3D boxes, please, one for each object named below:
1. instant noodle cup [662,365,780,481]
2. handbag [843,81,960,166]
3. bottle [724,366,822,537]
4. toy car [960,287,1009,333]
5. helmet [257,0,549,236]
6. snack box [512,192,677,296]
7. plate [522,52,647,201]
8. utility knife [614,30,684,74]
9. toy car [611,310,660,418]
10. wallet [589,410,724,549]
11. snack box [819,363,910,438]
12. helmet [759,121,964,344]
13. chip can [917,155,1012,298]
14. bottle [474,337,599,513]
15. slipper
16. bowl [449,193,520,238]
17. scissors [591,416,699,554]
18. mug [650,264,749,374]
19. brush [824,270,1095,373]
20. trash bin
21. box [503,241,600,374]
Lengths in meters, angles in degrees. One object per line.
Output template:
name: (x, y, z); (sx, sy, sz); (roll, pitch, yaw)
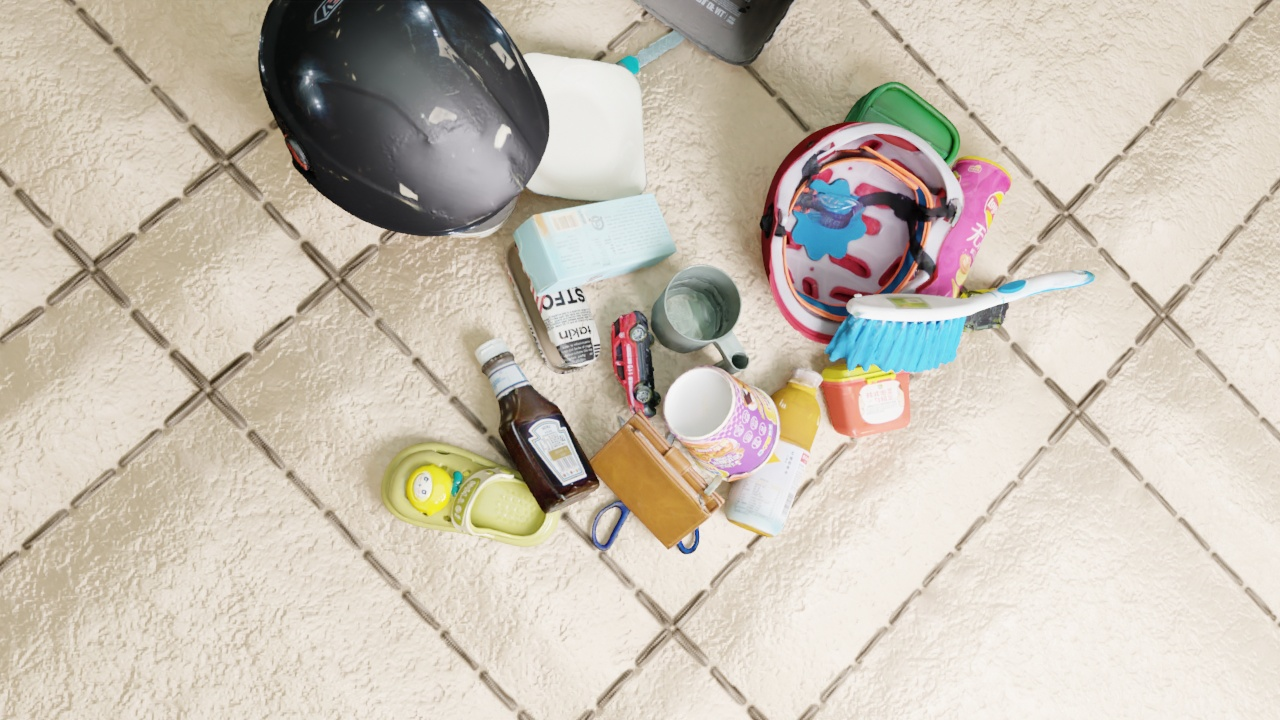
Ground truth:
instant noodle cup: (0.082, 0.060, 0.973); (0.112, 0.099, 0.111); (-12, 62, 23)
handbag: (0.301, -0.257, 1.096); (0.131, 0.068, 0.120); (39, 86, -3)
bottle: (0.154, 0.099, 1.018); (0.068, 0.068, 0.189); (23, 79, -5)
toy car: (0.398, -0.062, 1.078); (0.105, 0.032, 0.048); (-9, 115, -40)
helmet: (-0.215, -0.243, 0.865); (0.233, 0.230, 0.275); (-50, 130, -12)
snack box: (-0.047, -0.128, 0.994); (0.174, 0.052, 0.074); (-19, 85, -38)
plate: (-0.073, -0.258, 1.034); (0.163, 0.034, 0.164); (-1, 85, -27)
utility knife: (-0.035, -0.334, 1.078); (0.221, 0.013, 0.029); (-36, 89, -12)
toy car: (-0.006, 0.006, 1.016); (0.045, 0.053, 0.120); (-11, 76, 13)
wallet: (0.016, 0.126, 0.962); (0.130, 0.119, 0.035); (47, 40, 5)
snack box: (0.257, 0.042, 1.038); (0.091, 0.082, 0.080); (-11, 94, -12)
helmet: (0.226, -0.151, 1.027); (0.207, 0.143, 0.240); (16, 110, -15)
chip can: (0.363, -0.134, 1.081); (0.071, 0.071, 0.210); (28, 79, -4)
bottle: (-0.118, 0.066, 0.981); (0.079, 0.044, 0.195); (-15, 71, -52)
slipper: (-0.174, 0.140, 0.957); (0.190, 0.082, 0.091); (17, 77, -9)
bowl: (-0.189, -0.184, 1.008); (0.113, 0.062, 0.113); (1, 82, -7)
scissors: (0.007, 0.147, 1.018); (0.162, 0.012, 0.176); (-38, 87, -13)
mug: (0.068, -0.036, 1.006); (0.083, 0.103, 0.124); (-31, 89, -12)
brush: (0.356, -0.048, 1.006); (0.314, 0.060, 0.110); (-1, 119, -19)
trash bin: (0.118, -0.499, 1.040); (0.199, 0.199, 0.219); (33, 69, -5)
box: (-0.100, -0.063, 1.019); (0.074, 0.081, 0.163); (-20, 83, -40)
